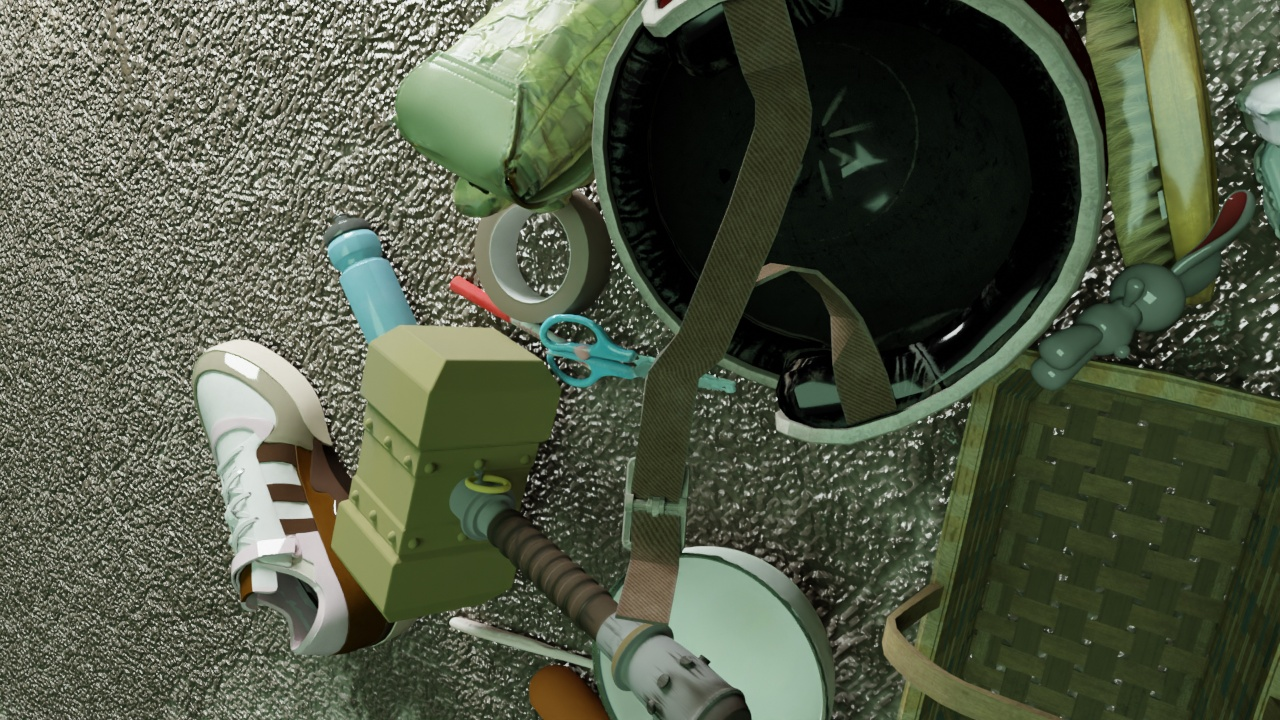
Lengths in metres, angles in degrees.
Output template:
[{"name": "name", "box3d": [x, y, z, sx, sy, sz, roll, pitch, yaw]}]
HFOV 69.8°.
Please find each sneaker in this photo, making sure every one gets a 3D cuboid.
[{"name": "sneaker", "box3d": [-0.302, 0.112, 0.733, 0.112, 0.116, 0.293, -42, 76, 27]}]

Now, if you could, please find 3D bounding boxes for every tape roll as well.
[{"name": "tape roll", "box3d": [-0.067, -0.073, 0.625, 0.094, 0.030, 0.094, 4, 99, 29]}]

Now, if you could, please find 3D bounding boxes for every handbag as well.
[{"name": "handbag", "box3d": [-0.049, -0.162, 0.558, 0.113, 0.117, 0.186, 32, 74, 31]}]

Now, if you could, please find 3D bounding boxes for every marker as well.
[{"name": "marker", "box3d": [-0.080, -0.025, 0.650, 0.142, 0.012, 0.013, 29, 110, 23]}]

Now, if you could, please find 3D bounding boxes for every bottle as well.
[{"name": "bottle", "box3d": [-0.204, -0.054, 0.699, 0.040, 0.040, 0.130, -30, 82, 29]}]

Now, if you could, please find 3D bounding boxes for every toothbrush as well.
[{"name": "toothbrush", "box3d": [-0.069, 0.210, 0.675, 0.181, 0.015, 0.018, 5, 93, 28]}]

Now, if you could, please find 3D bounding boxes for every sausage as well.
[{"name": "sausage", "box3d": [-0.020, 0.283, 0.644, 0.164, 0.039, 0.045, 50, 117, 14]}]

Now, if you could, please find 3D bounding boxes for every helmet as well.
[{"name": "helmet", "box3d": [0.082, -0.072, 0.414, 0.234, 0.253, 0.233, -15, 109, 15]}]

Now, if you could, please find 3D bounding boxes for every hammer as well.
[{"name": "hammer", "box3d": [-0.060, 0.121, 0.550, 0.325, 0.100, 0.190, 31, 112, 43]}]

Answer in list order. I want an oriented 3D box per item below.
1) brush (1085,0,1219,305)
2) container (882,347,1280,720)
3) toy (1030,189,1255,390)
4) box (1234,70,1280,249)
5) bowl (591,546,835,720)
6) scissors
[{"name": "brush", "box3d": [0.239, -0.122, 0.430, 0.043, 0.059, 0.195, -8, 95, 36]}, {"name": "container", "box3d": [0.202, 0.127, 0.411, 0.158, 0.186, 0.250, 15, 104, 27]}, {"name": "toy", "box3d": [0.209, -0.026, 0.379, 0.111, 0.049, 0.030, -33, 59, -9]}, {"name": "box", "box3d": [0.356, -0.100, 0.341, 0.211, 0.105, 0.130, -22, 89, 30]}, {"name": "bowl", "box3d": [0.052, 0.184, 0.570, 0.154, 0.072, 0.153, 5, 100, 28]}, {"name": "scissors", "box3d": [-0.003, 0.004, 0.599, 0.136, 0.015, 0.055, 14, 122, 19]}]
